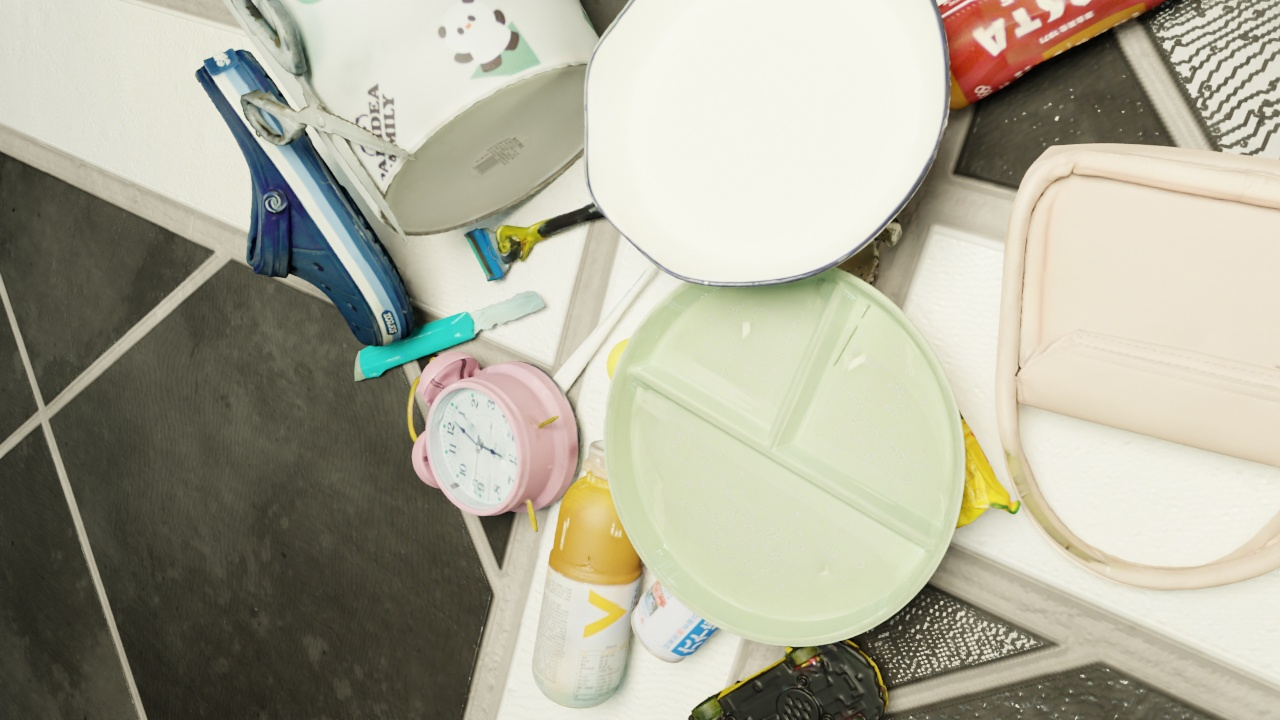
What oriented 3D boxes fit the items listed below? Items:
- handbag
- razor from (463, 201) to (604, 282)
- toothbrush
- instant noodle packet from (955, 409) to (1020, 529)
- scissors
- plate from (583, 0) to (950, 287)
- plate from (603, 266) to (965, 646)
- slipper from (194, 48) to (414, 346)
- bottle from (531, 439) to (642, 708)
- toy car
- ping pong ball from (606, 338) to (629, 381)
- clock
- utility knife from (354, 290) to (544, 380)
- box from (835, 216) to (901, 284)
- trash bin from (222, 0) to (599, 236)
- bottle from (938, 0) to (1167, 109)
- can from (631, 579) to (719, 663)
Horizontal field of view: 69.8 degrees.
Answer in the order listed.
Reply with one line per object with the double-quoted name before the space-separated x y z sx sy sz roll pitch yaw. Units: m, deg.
"handbag" 0.273 0.014 0.469 0.193 0.093 0.234 16 111 28
"razor" -0.065 -0.100 0.682 0.143 0.022 0.043 -17 113 28
"toothbrush" -0.025 -0.023 0.671 0.016 0.016 0.180 51 119 21
"instant noodle packet" 0.145 0.067 0.551 0.129 0.044 0.110 -40 72 36
"scissors" -0.193 -0.144 0.546 0.160 0.014 0.181 -7 113 50
"plate" 0.066 -0.139 0.510 0.205 0.045 0.205 -1 87 24
"plate" 0.078 0.053 0.547 0.231 0.027 0.230 1 93 34
"slipper" -0.253 -0.100 0.680 0.105 0.095 0.253 49 165 53
"bottle" -0.033 0.152 0.659 0.068 0.067 0.189 16 102 28
"toy car" 0.097 0.234 0.606 0.156 0.041 0.071 -43 73 28
"ping pong ball" -0.004 0.004 0.644 0.040 0.040 0.040 3 96 30
"clock" -0.123 0.056 0.703 0.159 0.059 0.117 21 110 34
"utility knife" -0.163 -0.020 0.752 0.223 0.013 0.029 -16 85 33
"box" 0.078 -0.099 0.567 0.162 0.076 0.087 39 100 19
"trash bin" -0.153 -0.239 0.614 0.230 0.229 0.252 -36 82 28
"bottle" 0.205 -0.185 0.494 0.175 0.057 0.057 -25 82 30
"can" 0.051 0.144 0.617 0.053 0.053 0.135 47 115 19
